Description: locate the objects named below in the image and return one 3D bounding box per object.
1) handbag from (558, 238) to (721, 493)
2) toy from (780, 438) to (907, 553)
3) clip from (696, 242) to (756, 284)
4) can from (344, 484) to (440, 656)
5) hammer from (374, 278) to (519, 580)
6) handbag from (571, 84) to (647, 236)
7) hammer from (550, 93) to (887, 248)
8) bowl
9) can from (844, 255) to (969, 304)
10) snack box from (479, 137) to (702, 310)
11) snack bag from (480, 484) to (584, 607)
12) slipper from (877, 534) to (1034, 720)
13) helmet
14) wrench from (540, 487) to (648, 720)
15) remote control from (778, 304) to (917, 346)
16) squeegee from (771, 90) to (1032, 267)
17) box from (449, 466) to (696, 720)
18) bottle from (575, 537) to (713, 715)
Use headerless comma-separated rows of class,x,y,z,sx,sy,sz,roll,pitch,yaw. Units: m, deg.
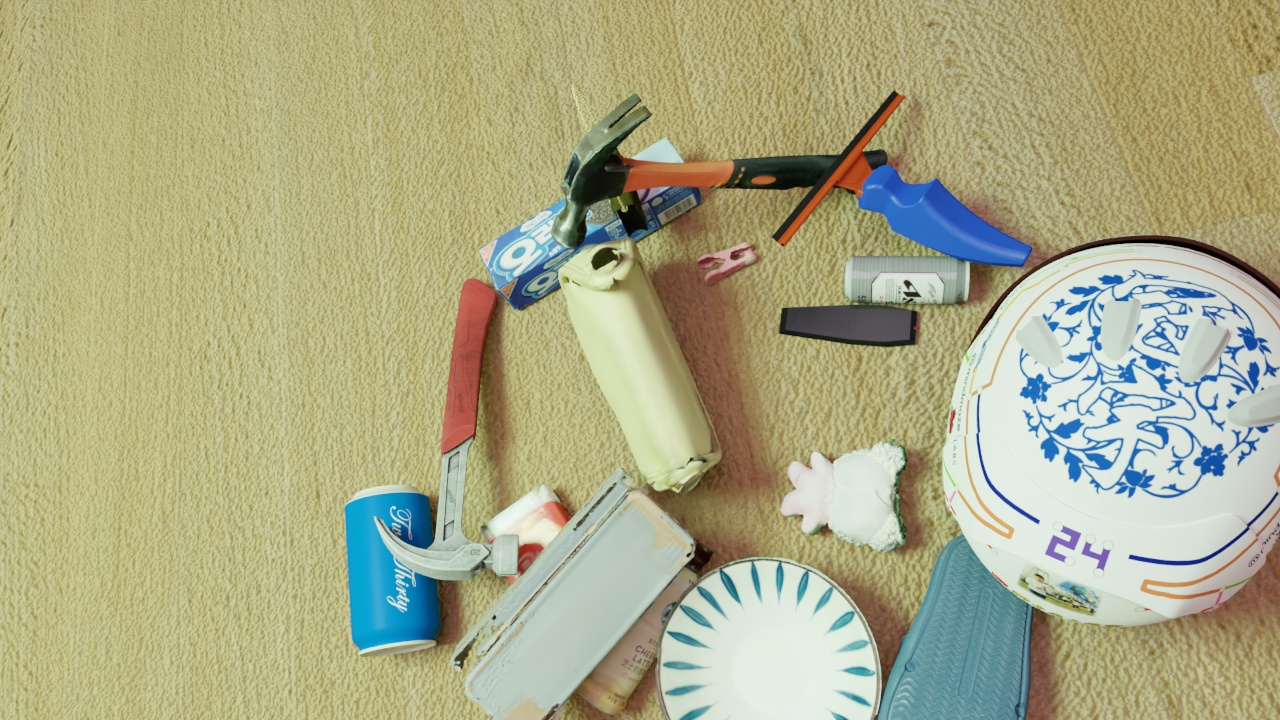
handbag,-0.005,0.005,0.813,0.088,0.191,0.233,-22,87,2
toy,0.177,0.116,0.795,0.109,0.041,0.095,1,71,22
clip,0.083,-0.101,0.903,0.058,0.022,0.037,-20,65,2
can,-0.231,0.195,0.855,0.079,0.079,0.146,-14,69,10
hammer,-0.173,0.053,0.876,0.126,0.036,0.315,1,57,-4
handbag,-0.033,-0.180,0.810,0.027,0.178,0.084,-19,67,7
hammer,0.087,-0.166,0.812,0.332,0.133,0.033,-7,49,-30
bowl,0.105,0.254,0.750,0.177,0.071,0.177,-5,70,13
can,0.242,-0.074,0.838,0.107,0.044,0.044,2,72,16
snack box,-0.050,-0.136,0.929,0.226,0.059,0.059,-31,64,4
snack bag,-0.089,0.180,0.845,0.077,0.036,0.116,-35,67,1
slipper,0.255,0.239,0.724,0.104,0.059,0.213,22,65,13
helmet,0.348,0.032,0.655,0.231,0.236,0.314,21,80,25
wrench,-0.048,0.233,0.778,0.047,0.009,0.272,8,66,41
remote control,0.192,-0.034,0.856,0.125,0.010,0.039,4,73,17
squeegee,0.253,-0.130,0.810,0.185,0.055,0.248,29,56,17
box,-0.055,0.199,0.769,0.105,0.096,0.216,41,87,9
bottle,0.003,0.223,0.795,0.056,0.056,0.162,32,82,22
